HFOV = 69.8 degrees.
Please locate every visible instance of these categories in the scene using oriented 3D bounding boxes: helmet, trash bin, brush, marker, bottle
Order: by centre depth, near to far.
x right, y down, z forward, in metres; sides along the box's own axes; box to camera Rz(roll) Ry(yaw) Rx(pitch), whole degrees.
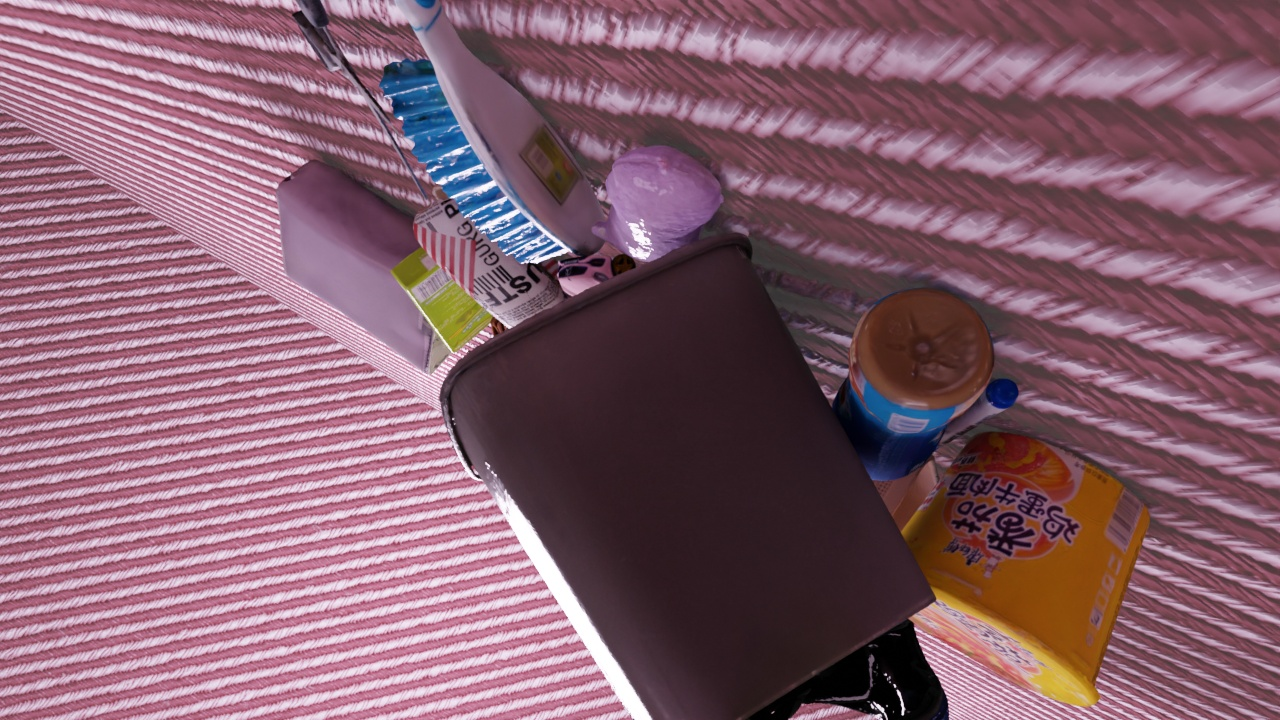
[{"bbox_3d":[-0.107,-0.160,0.491,0.110,0.060,0.314,13,153,43],"label":"brush"},{"bbox_3d":[0.025,0.086,0.519,0.219,0.198,0.199,59,166,20],"label":"trash bin"},{"bbox_3d":[0.142,0.030,0.521,0.065,0.065,0.219,30,166,16],"label":"bottle"},{"bbox_3d":[0.186,0.036,0.538,0.017,0.016,0.146,32,166,8],"label":"marker"},{"bbox_3d":[0.176,0.299,0.957,0.316,0.247,0.240,-176,75,-73],"label":"helmet"}]

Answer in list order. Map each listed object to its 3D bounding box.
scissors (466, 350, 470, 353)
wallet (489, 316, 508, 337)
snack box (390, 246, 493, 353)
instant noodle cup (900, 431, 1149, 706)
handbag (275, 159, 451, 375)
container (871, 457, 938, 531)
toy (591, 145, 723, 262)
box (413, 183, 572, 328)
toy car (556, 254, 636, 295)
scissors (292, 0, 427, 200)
[{"bbox_3d":[-0.079,0.052,0.937,0.221,0.015,0.189,43,-164,4],"label":"scissors"},{"bbox_3d":[-0.097,0.002,0.844,0.107,0.031,0.132,-83,-27,-64],"label":"wallet"},{"bbox_3d":[-0.163,-0.067,0.832,0.026,0.085,0.156,46,170,17],"label":"snack box"},{"bbox_3d":[0.218,0.115,0.536,0.138,0.109,0.138,31,165,9],"label":"instant noodle cup"},{"bbox_3d":[-0.263,-0.099,0.928,0.197,0.098,0.145,33,150,9],"label":"handbag"},{"bbox_3d":[0.149,0.099,0.684,0.111,0.089,0.090,28,165,34],"label":"container"},{"bbox_3d":[0.013,-0.080,0.501,0.084,0.038,0.108,16,161,2],"label":"toy"},{"bbox_3d":[-0.103,-0.087,0.741,0.075,0.080,0.163,-21,129,35],"label":"box"},{"bbox_3d":[0.001,-0.040,0.590,0.122,0.037,0.056,14,168,-40],"label":"toy car"},{"bbox_3d":[-0.179,-0.177,0.553,0.159,0.014,0.181,37,156,60],"label":"scissors"}]
